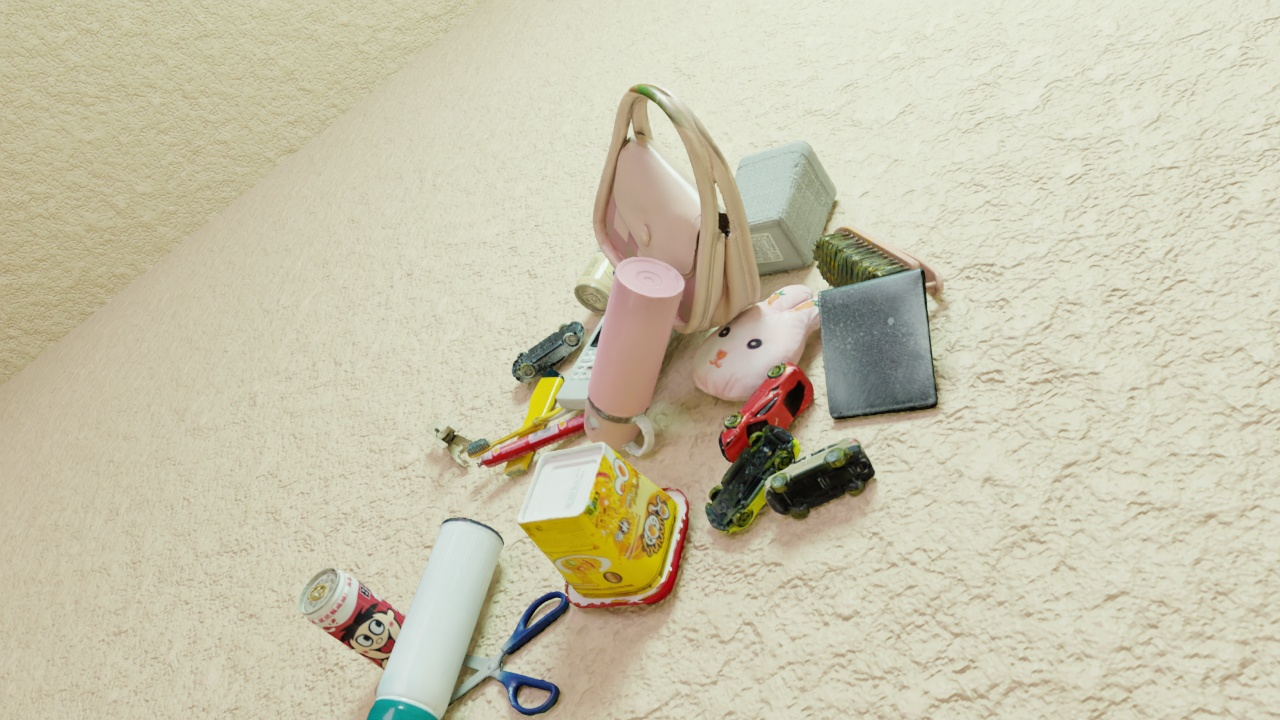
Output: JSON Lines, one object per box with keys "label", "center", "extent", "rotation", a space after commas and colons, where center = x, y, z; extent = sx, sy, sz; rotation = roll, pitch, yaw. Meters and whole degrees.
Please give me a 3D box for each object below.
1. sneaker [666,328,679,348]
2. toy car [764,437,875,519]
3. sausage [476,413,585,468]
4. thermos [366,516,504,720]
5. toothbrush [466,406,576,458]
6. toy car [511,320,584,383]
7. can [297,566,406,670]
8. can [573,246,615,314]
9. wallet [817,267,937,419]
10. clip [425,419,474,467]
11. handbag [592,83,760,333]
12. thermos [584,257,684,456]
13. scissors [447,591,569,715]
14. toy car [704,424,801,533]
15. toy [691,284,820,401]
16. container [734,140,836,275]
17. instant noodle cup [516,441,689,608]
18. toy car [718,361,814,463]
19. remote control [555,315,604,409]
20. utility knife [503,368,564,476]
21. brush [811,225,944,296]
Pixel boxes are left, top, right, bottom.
{"label": "sneaker", "center": [0.038, -0.071, 1.016], "extent": [0.091, 0.089, 0.241], "rotation": [7, 60, 20]}
{"label": "toy car", "center": [0.145, 0.096, 0.754], "extent": [0.090, 0.042, 0.035], "rotation": [-29, 26, 15]}
{"label": "sausage", "center": [-0.110, 0.087, 1.008], "extent": [0.156, 0.020, 0.020], "rotation": [-22, 37, 8]}
{"label": "thermos", "center": [-0.192, 0.260, 0.856], "extent": [0.073, 0.073, 0.223], "rotation": [-15, 42, 32]}
{"label": "toothbrush", "center": [-0.111, 0.064, 1.030], "extent": [0.191, 0.018, 0.016], "rotation": [-26, 44, 4]}
{"label": "toy car", "center": [-0.111, -0.009, 1.123], "extent": [0.105, 0.031, 0.049], "rotation": [-35, 25, 2]}
{"label": "can", "center": [-0.262, 0.253, 0.881], "extent": [0.053, 0.133, 0.053], "rotation": [-25, 36, 20]}
{"label": "can", "center": [-0.034, -0.118, 1.151], "extent": [0.059, 0.058, 0.116], "rotation": [-2, 49, 42]}
{"label": "wallet", "center": [0.204, -0.013, 0.794], "extent": [0.097, 0.019, 0.120], "rotation": [-11, 76, 36]}
{"label": "clip", "center": [-0.222, 0.105, 1.117], "extent": [0.034, 0.084, 0.105], "rotation": [-52, 11, -16]}
{"label": "handbag", "center": [0.030, -0.157, 0.876], "extent": [0.093, 0.235, 0.193], "rotation": [-28, 55, -19]}
{"label": "thermos", "center": [-0.005, 0.005, 0.886], "extent": [0.067, 0.199, 0.087], "rotation": [-20, 48, -39]}
{"label": "scissors", "center": [-0.124, 0.275, 0.833], "extent": [0.162, 0.012, 0.175], "rotation": [-52, 35, -15]}
{"label": "toy car", "center": [0.099, 0.106, 0.796], "extent": [0.105, 0.032, 0.048], "rotation": [-52, 35, 2]}
{"label": "toy", "center": [0.122, -0.021, 0.903], "extent": [0.159, 0.054, 0.121], "rotation": [-41, 30, -15]}
{"label": "container", "center": [0.149, -0.161, 1.002], "extent": [0.090, 0.090, 0.114], "rotation": [-8, 48, 38]}
{"label": "instant noodle cup", "center": [-0.035, 0.141, 0.800], "extent": [0.116, 0.123, 0.116], "rotation": [-13, 42, 33]}
{"label": "toy car", "center": [0.114, 0.051, 0.827], "extent": [0.106, 0.049, 0.031], "rotation": [-46, 33, -11]}
{"label": "remote control", "center": [-0.043, -0.003, 1.043], "extent": [0.058, 0.021, 0.149], "rotation": [-1, 43, 30]}
{"label": "utility knife", "center": [-0.122, 0.070, 1.058], "extent": [0.033, 0.015, 0.153], "rotation": [-4, 47, 28]}
{"label": "brush", "center": [0.223, -0.089, 0.878], "extent": [0.073, 0.063, 0.145], "rotation": [-14, 29, -13]}
